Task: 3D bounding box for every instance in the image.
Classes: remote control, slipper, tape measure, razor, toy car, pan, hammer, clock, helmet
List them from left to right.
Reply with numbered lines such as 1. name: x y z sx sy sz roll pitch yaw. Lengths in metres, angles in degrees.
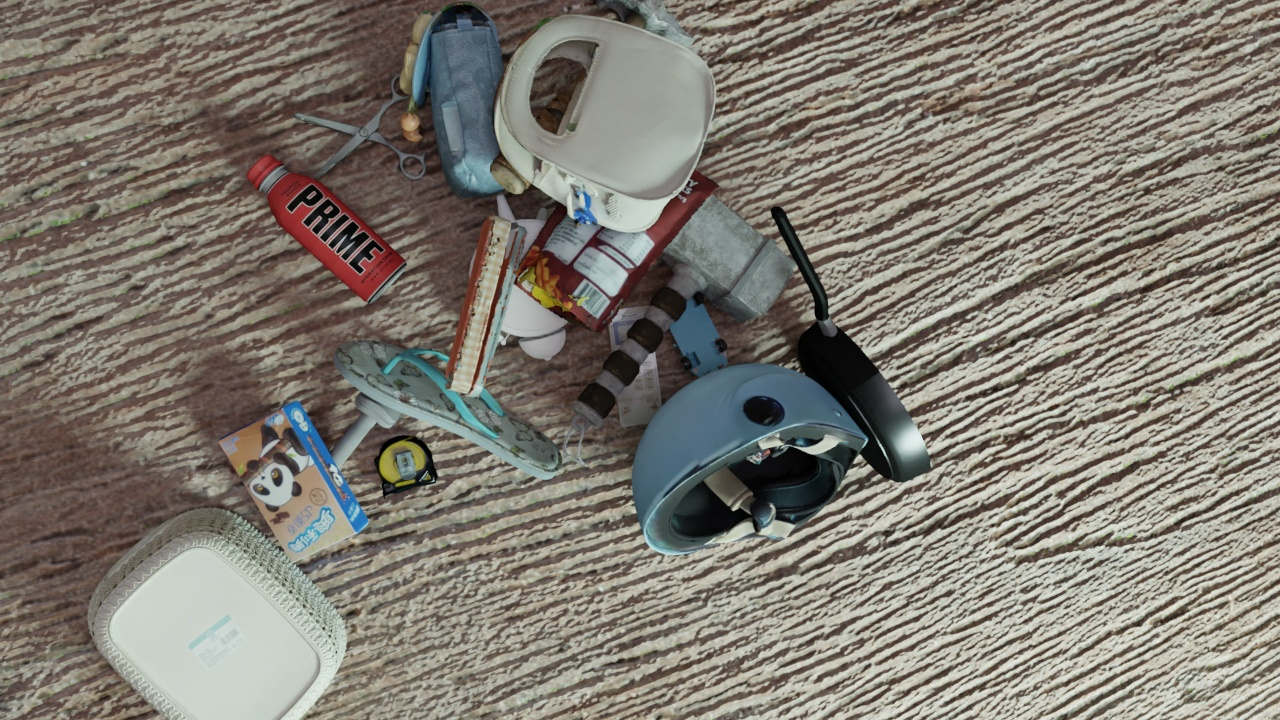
1. razor: -0.299 0.075 0.971 0.047 0.088 0.116 39 103 -12
2. tape measure: -0.256 0.112 0.993 0.061 0.034 0.061 -17 94 -13
3. slipper: -0.190 0.037 0.975 0.268 0.098 0.055 31 111 -21
4. clock: -0.124 -0.089 1.004 0.125 0.073 0.161 15 96 -13
5. hammer: -0.057 -0.289 0.961 0.121 0.049 0.317 41 60 -16
6. remote control: -0.006 0.006 1.058 0.050 0.011 0.136 -8 94 -13
7. hammer: 0.010 -0.034 0.996 0.177 0.079 0.326 38 79 -6
8. toy car: 0.058 -0.032 1.061 0.060 0.027 0.108 -27 90 -15
9. helmet: 0.099 0.103 0.993 0.265 0.226 0.166 -13 51 -29
10. pan: 0.207 -0.009 0.987 0.044 0.204 0.356 -34 117 -1

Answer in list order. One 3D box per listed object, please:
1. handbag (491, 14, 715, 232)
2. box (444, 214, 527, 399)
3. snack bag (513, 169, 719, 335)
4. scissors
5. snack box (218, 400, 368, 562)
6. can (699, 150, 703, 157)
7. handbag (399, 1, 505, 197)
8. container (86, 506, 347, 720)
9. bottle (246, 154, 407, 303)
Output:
1. handbag: -0.042 -0.234 0.897 0.199 0.093 0.200 24 71 -12
2. box: -0.162 -0.056 0.918 0.059 0.056 0.186 9 80 19
3. snack bag: -0.031 -0.137 0.939 0.139 0.067 0.207 31 81 14
4. scissors: -0.284 -0.255 0.983 0.141 0.014 0.175 33 83 -15
5. snack box: -0.359 0.126 0.954 0.087 0.034 0.151 -25 98 16
6. can: 0.013 -0.242 1.012 0.089 0.090 0.074 -27 97 -11
7. handbag: -0.192 -0.265 0.952 0.118 0.122 0.192 -9 99 -14
8. container: -0.414 0.272 0.908 0.246 0.143 0.184 48 69 -10
9. bottle: -0.328 -0.140 0.952 0.176 0.062 0.062 44 83 -11
